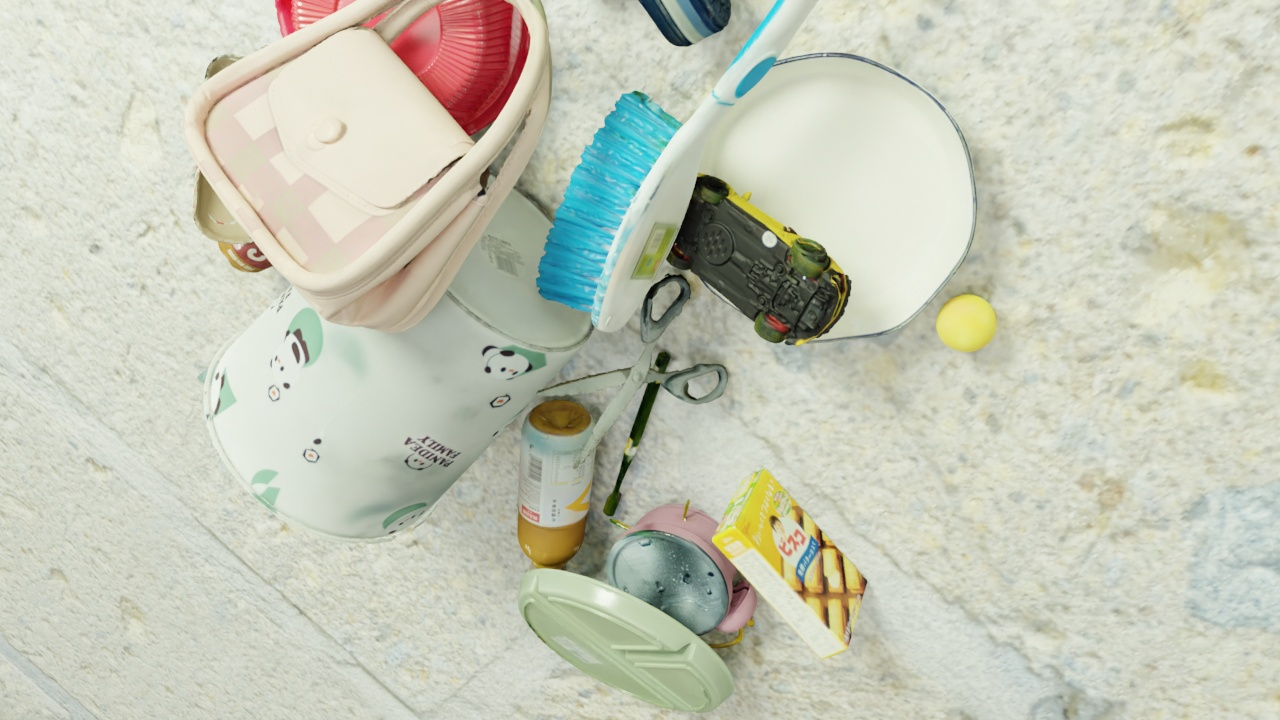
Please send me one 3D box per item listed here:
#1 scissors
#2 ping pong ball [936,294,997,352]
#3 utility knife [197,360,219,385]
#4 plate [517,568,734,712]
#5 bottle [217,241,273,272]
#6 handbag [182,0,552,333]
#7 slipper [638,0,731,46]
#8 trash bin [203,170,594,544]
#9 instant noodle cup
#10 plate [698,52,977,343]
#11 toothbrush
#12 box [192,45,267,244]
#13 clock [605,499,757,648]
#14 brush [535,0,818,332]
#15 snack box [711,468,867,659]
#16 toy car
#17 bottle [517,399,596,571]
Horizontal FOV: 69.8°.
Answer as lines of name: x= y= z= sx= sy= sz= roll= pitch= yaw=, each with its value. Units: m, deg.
scissors: x=0.000 y=0.007 z=0.709 sx=0.014 sy=0.180 sz=0.159 roll=1 pitch=83 yaw=54
ping pong ball: x=0.228 y=-0.026 z=0.641 sx=0.040 sy=0.040 sz=0.040 roll=11 pitch=121 yaw=19
utility knife: x=-0.400 y=-0.018 z=0.955 sx=0.223 sy=0.013 sz=0.029 roll=-25 pitch=106 yaw=31
plate: x=-0.020 y=0.274 z=0.878 sx=0.230 sy=0.027 sz=0.231 roll=21 pitch=146 yaw=15
bottle: x=-0.303 y=-0.128 z=0.822 sx=0.175 sy=0.057 sz=0.057 roll=-15 pitch=109 yaw=30
handbag: x=-0.154 y=-0.153 z=0.580 sx=0.234 sy=0.093 sz=0.193 roll=-43 pitch=68 yaw=3
slipper: x=-0.043 y=-0.299 z=0.577 sx=0.095 sy=0.104 sz=0.253 roll=-34 pitch=97 yaw=27
trash bin: x=-0.184 y=-0.013 z=0.740 sx=0.229 sy=0.229 sz=0.253 roll=47 pitch=119 yaw=-5
instant noodle cup: x=-0.172 y=-0.243 z=0.655 sx=0.194 sy=0.065 sz=0.194 roll=0 pitch=116 yaw=-1
plate: x=0.126 y=-0.112 z=0.639 sx=0.205 sy=0.045 sz=0.205 roll=12 pitch=121 yaw=20
toothbrush: x=-0.004 y=0.069 z=0.819 sx=0.012 sy=0.017 sz=0.186 roll=26 pitch=123 yaw=13
box: x=-0.325 y=-0.180 z=0.762 sx=0.088 sy=0.076 sz=0.162 roll=-2 pitch=82 yaw=59
clock: x=0.041 y=0.205 z=0.845 sx=0.117 sy=0.059 sz=0.158 roll=-19 pitch=106 yaw=31
brush: x=0.027 y=-0.151 z=0.590 sx=0.109 sy=0.060 sz=0.315 roll=43 pitch=119 yaw=34
snack box: x=0.127 y=0.168 z=0.767 sx=0.140 sy=0.086 sz=0.034 roll=46 pitch=126 yaw=-4
toy car: x=0.072 y=-0.074 z=0.629 sx=0.156 sy=0.041 sz=0.071 roll=38 pitch=127 yaw=21
bottle: x=-0.080 y=0.128 z=0.852 sx=0.068 sy=0.067 sz=0.190 roll=17 pitch=123 yaw=16
